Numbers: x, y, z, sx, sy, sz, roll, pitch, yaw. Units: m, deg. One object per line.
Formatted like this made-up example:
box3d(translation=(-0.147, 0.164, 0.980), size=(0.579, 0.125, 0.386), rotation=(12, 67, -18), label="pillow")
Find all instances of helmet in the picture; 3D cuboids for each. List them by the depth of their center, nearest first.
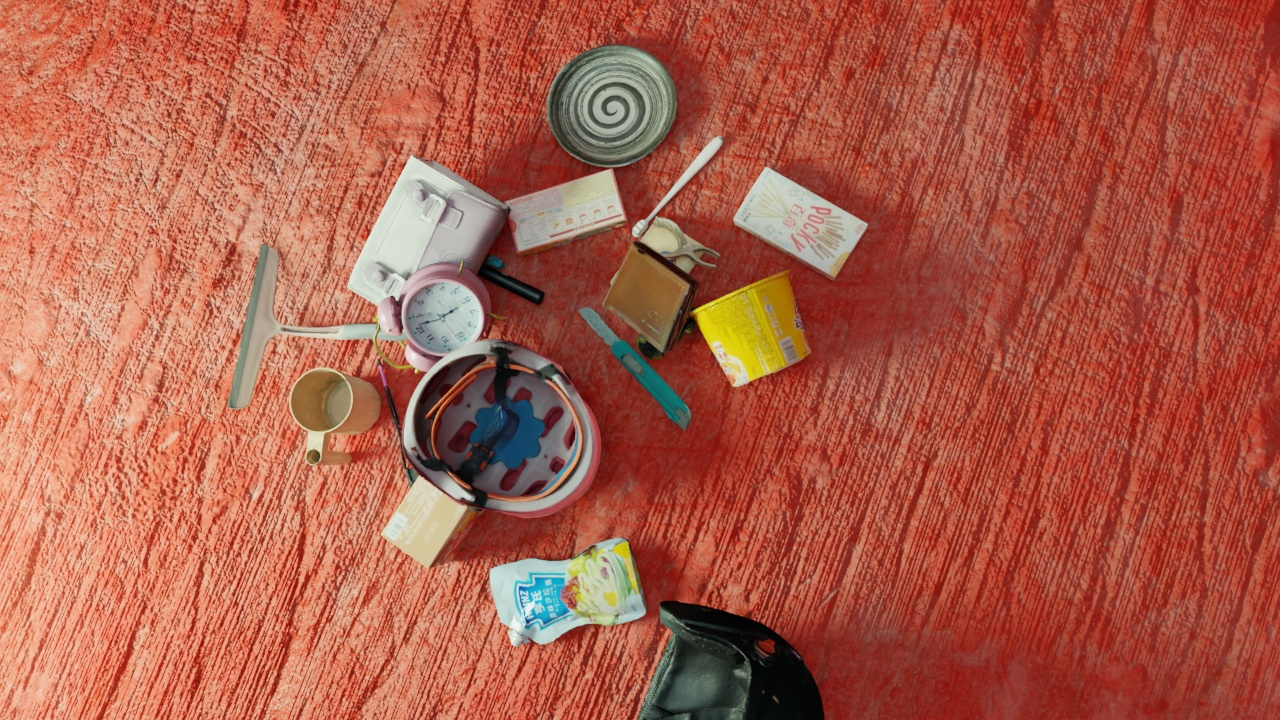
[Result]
box3d(translation=(0.097, 0.407, 1.033), size=(0.230, 0.275, 0.233), rotation=(16, 96, -19), label="helmet")
box3d(translation=(-0.170, 0.090, 1.164), size=(0.240, 0.144, 0.206), rotation=(33, 83, -6), label="helmet")

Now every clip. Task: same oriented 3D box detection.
box3d(translation=(0.045, -0.138, 1.199), size=(0.103, 0.035, 0.092), rotation=(44, 82, -1), label="clip")
box3d(translation=(-0.212, -0.140, 1.254), size=(0.056, 0.043, 0.014), rotation=(22, 88, 8), label="clip")

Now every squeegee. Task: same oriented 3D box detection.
box3d(translation=(-0.413, -0.041, 1.256), size=(0.249, 0.040, 0.247), rotation=(1, 66, 1), label="squeegee")

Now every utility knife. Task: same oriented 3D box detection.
box3d(translation=(-0.007, 0.007, 1.217), size=(0.029, 0.013, 0.216), rotation=(-43, 81, -1), label="utility knife")

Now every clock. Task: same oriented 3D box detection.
box3d(translation=(-0.263, -0.051, 1.159), size=(0.158, 0.059, 0.117), rotation=(-32, 111, 4), label="clock")

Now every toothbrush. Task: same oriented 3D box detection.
box3d(translation=(0.051, -0.236, 1.240), size=(0.016, 0.016, 0.180), rotation=(42, 89, 7), label="toothbrush")
box3d(translation=(-0.328, 0.085, 1.244), size=(0.017, 0.014, 0.189), rotation=(-17, 81, -6), label="toothbrush")

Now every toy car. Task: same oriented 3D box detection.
box3d(translation=(0.033, -0.041, 1.203), size=(0.091, 0.043, 0.036), rotation=(-43, 36, -5), label="toy car")

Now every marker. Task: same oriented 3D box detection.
box3d(translation=(-0.192, -0.110, 1.249), size=(0.132, 0.020, 0.022), rotation=(25, 75, 9), label="marker")

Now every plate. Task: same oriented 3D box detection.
box3d(translation=(-0.039, -0.347, 1.258), size=(0.179, 0.024, 0.179), rotation=(-1, 81, 5), label="plate")

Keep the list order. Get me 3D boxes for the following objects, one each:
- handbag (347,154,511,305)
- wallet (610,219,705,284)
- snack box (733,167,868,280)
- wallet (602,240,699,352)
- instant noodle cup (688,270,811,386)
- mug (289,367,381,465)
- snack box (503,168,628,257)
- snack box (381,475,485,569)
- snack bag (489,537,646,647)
box3d(translation=(-0.277, -0.148, 1.209), size=(0.145, 0.098, 0.197), rotation=(30, 102, 1), label="handbag")
box3d(translation=(0.021, -0.127, 1.226), size=(0.087, 0.024, 0.115), rotation=(34, 89, 10), label="wallet")
box3d(translation=(0.210, -0.180, 1.210), size=(0.157, 0.027, 0.084), rotation=(32, 87, 10), label="snack box")
box3d(translation=(0.011, -0.081, 1.158), size=(0.124, 0.032, 0.101), rotation=(40, 119, 33), label="wallet")
box3d(translation=(0.144, -0.037, 1.152), size=(0.138, 0.138, 0.110), rotation=(-24, 90, 3), label="instant noodle cup")
box3d(translation=(-0.399, 0.076, 1.206), size=(0.084, 0.103, 0.124), rotation=(4, 83, 7), label="mug")
box3d(translation=(-0.101, -0.200, 1.246), size=(0.156, 0.027, 0.077), rotation=(-16, 81, 4), label="snack box")
box3d(translation=(-0.262, 0.204, 1.180), size=(0.077, 0.094, 0.092), rotation=(32, 87, 9), label="snack box")
box3d(translation=(-0.095, 0.299, 1.180), size=(0.191, 0.039, 0.110), rotation=(-15, 93, 5), label="snack bag")
